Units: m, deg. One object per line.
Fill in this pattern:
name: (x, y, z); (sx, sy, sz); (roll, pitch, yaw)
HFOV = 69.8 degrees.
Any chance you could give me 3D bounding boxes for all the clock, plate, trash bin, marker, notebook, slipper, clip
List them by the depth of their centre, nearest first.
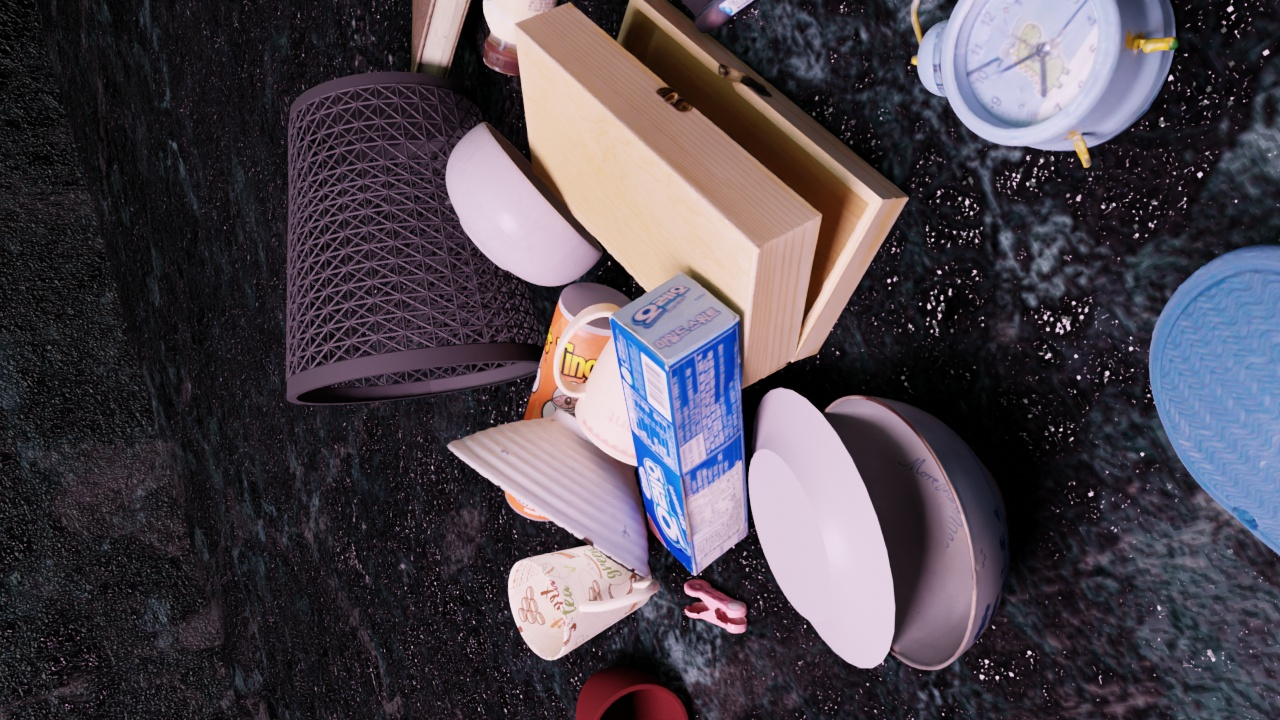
slipper: (0.282, 0.046, 0.336); (0.213, 0.059, 0.104); (49, 144, 12)
clock: (0.175, -0.148, 0.418); (0.124, 0.051, 0.089); (51, 137, 29)
marker: (0.076, -0.229, 0.545); (0.123, 0.018, 0.015); (-19, 52, 50)
plate: (0.097, 0.103, 0.556); (0.173, 0.019, 0.173); (165, 90, -76)
clip: (0.056, 0.179, 0.686); (0.059, 0.022, 0.038); (15, 109, 43)
notebook: (-0.152, -0.364, 0.747); (0.216, 0.034, 0.189); (130, 140, -52)
trash bin: (-0.205, -0.099, 0.796); (0.218, 0.216, 0.243); (-16, 80, 52)

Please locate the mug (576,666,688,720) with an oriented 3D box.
mug: (-0.010, 0.305, 0.769); (0.114, 0.087, 0.088); (56, 165, -16)

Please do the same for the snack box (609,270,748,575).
snack box: (0.030, 0.049, 0.582); (0.059, 0.059, 0.227); (41, 154, 36)

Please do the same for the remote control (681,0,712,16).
remote control: (0.022, -0.278, 0.606); (0.039, 0.010, 0.124); (-50, 62, 46)

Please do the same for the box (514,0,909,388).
box: (0.036, -0.118, 0.589); (0.249, 0.122, 0.141); (50, 160, 31)

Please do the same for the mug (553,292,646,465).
mug: (-0.004, 0.004, 0.642); (0.085, 0.111, 0.104); (-94, 28, -59)

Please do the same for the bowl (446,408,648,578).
bowl: (-0.051, 0.085, 0.686); (0.177, 0.177, 0.071); (25, 78, 46)

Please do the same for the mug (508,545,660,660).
mug: (-0.033, 0.184, 0.735); (0.122, 0.097, 0.081); (-19, 85, 52)

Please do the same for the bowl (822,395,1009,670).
bowl: (0.152, 0.085, 0.492); (0.151, 0.056, 0.150); (167, 90, -73)

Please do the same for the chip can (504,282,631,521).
chip can: (-0.061, 0.039, 0.757); (0.062, 0.062, 0.211); (47, 133, 33)

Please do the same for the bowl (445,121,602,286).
bowl: (-0.096, -0.109, 0.696); (0.064, 0.131, 0.131); (-41, 62, 7)

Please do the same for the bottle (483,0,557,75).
bottle: (-0.086, -0.301, 0.697); (0.056, 0.056, 0.162); (48, 133, 33)
